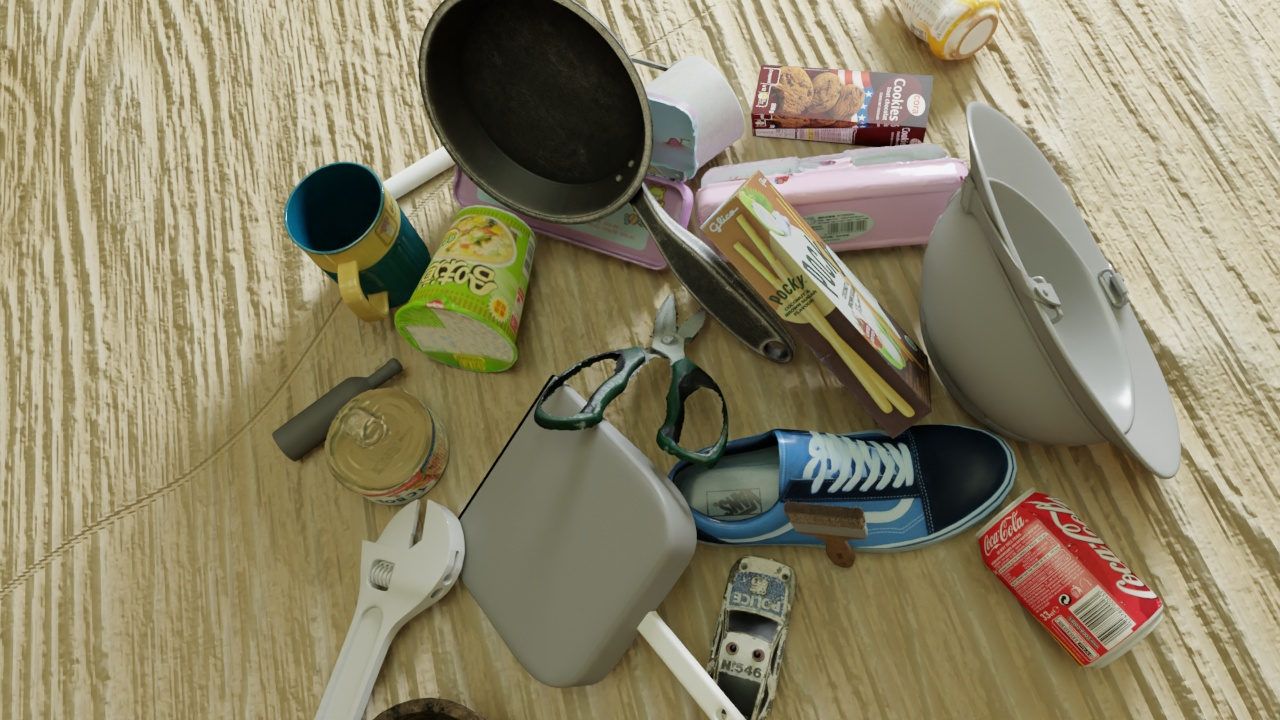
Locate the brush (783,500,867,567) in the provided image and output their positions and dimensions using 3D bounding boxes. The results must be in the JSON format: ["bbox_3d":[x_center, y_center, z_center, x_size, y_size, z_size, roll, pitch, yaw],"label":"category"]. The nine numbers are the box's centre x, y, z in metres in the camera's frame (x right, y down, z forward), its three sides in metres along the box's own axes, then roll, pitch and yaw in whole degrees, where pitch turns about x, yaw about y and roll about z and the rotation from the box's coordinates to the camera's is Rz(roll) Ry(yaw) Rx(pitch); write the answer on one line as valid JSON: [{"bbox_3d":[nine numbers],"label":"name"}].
[{"bbox_3d":[0.124,0.114,0.580,0.045,0.143,0.008,2,66,20],"label":"brush"}]

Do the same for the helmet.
[{"bbox_3d":[0.247,-0.031,0.626,0.118,0.183,0.271,-32,75,39],"label":"helmet"}]

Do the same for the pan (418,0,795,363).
[{"bbox_3d":[-0.012,-0.128,0.677,0.357,0.188,0.055,40,47,-10],"label":"pan"}]

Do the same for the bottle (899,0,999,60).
[{"bbox_3d":[0.249,-0.306,0.774,0.063,0.063,0.108,-31,65,-3],"label":"bottle"}]

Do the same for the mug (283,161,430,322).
[{"bbox_3d":[-0.226,-0.085,0.748,0.083,0.107,0.113,-13,66,3],"label":"mug"}]

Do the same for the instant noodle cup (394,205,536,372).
[{"bbox_3d":[-0.131,-0.060,0.732,0.099,0.099,0.107,8,61,13],"label":"instant noodle cup"}]

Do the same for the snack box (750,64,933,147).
[{"bbox_3d":[0.167,-0.212,0.767,0.141,0.032,0.051,9,70,14],"label":"snack box"}]

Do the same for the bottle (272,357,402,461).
[{"bbox_3d":[-0.241,0.036,0.742,0.113,0.030,0.030,-37,66,-6],"label":"bottle"}]

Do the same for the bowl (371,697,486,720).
[{"bbox_3d":[-0.135,0.288,0.604,0.121,0.056,0.121,-4,67,9],"label":"bowl"}]

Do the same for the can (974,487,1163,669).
[{"bbox_3d":[0.271,0.137,0.586,0.064,0.064,0.104,-37,66,-6],"label":"can"}]

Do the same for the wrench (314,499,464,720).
[{"bbox_3d":[-0.197,0.231,0.651,0.087,0.018,0.272,7,71,31],"label":"wrench"}]

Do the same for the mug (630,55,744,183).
[{"bbox_3d":[0.027,-0.211,0.758,0.070,0.084,0.113,-38,94,-9],"label":"mug"}]

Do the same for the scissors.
[{"bbox_3d":[-0.007,0.001,0.665,0.147,0.015,0.209,3,35,0],"label":"scissors"}]

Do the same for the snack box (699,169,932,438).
[{"bbox_3d":[0.124,-0.043,0.627,0.032,0.100,0.186,-41,95,25],"label":"snack box"}]

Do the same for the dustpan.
[{"bbox_3d":[-0.024,0.148,0.610,0.257,0.033,0.163,43,105,37],"label":"dustpan"}]

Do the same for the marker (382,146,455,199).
[{"bbox_3d":[-0.170,-0.187,0.828,0.141,0.020,0.020,-32,66,-3],"label":"marker"}]

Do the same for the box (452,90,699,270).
[{"bbox_3d":[-0.056,-0.166,0.742,0.214,0.150,0.048,20,39,17],"label":"box"}]

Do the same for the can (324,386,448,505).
[{"bbox_3d":[-0.196,0.067,0.714,0.086,0.043,0.086,-4,67,9],"label":"can"}]

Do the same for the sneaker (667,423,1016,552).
[{"bbox_3d":[0.134,0.083,0.616,0.241,0.098,0.083,-8,66,7],"label":"sneaker"}]

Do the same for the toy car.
[{"bbox_3d":[0.073,0.186,0.616,0.048,0.040,0.112,11,70,13],"label":"toy car"}]

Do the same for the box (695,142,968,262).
[{"bbox_3d":[0.145,-0.140,0.720,0.202,0.087,0.102,-5,55,9],"label":"box"}]
